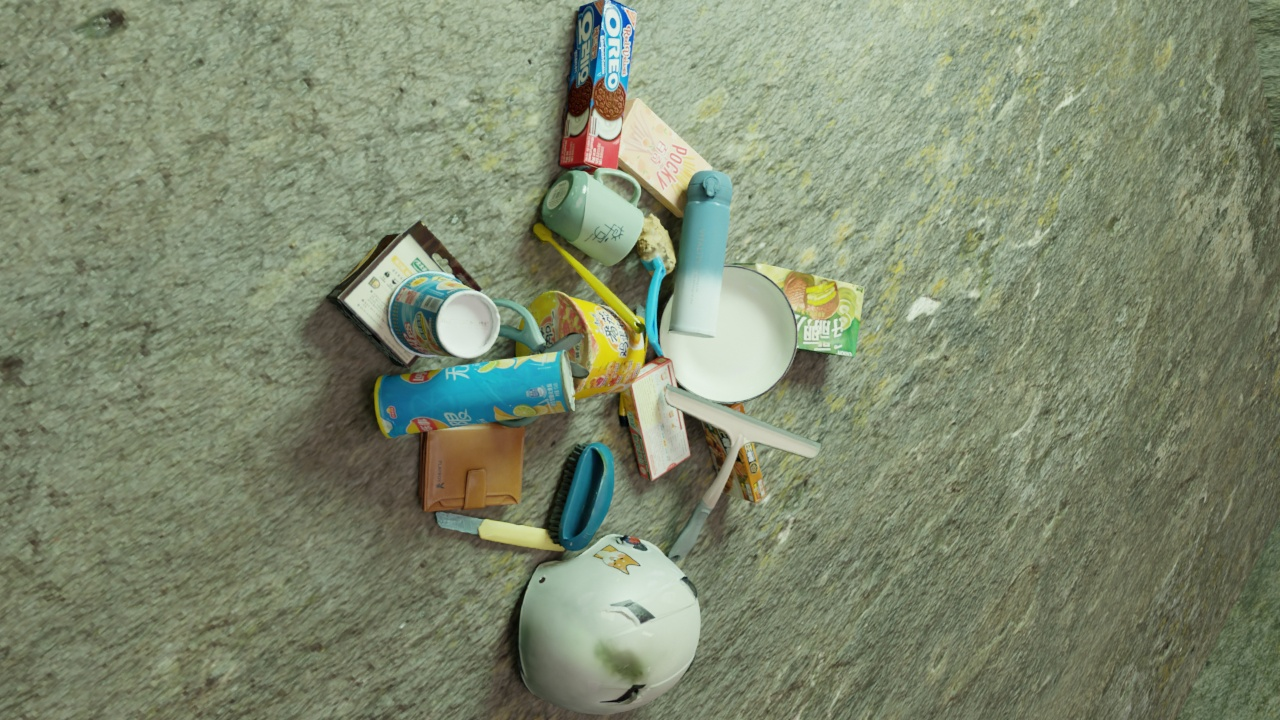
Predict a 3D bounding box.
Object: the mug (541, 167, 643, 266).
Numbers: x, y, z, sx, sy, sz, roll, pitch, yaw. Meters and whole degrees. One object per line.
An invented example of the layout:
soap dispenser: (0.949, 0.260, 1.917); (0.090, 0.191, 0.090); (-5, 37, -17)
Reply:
mug: (-0.054, -0.190, 1.140); (0.106, 0.082, 0.112); (32, 105, -31)

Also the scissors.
scissors: (-0.139, 0.014, 1.084); (0.019, 0.170, 0.181); (-20, 130, -62)

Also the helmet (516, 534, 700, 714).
helmet: (-0.018, 0.354, 1.191); (0.273, 0.157, 0.230); (-1, 96, -37)

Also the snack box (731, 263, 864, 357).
snack box: (0.234, -0.074, 1.388); (0.239, 0.063, 0.114); (8, 91, -37)

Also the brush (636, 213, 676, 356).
brush: (0.017, -0.096, 1.153); (0.254, 0.046, 0.083); (-88, 154, -47)

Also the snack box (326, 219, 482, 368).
snack box: (-0.262, -0.074, 1.026); (0.125, 0.053, 0.113); (-52, 122, -21)

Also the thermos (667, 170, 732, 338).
thermos: (0.081, -0.141, 1.226); (0.070, 0.070, 0.220); (8, 88, -37)

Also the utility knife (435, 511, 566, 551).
utility knife: (-0.165, 0.215, 1.152); (0.212, 0.022, 0.031); (20, 82, -43)

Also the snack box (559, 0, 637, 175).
snack box: (-0.053, -0.341, 1.149); (0.057, 0.058, 0.207); (7, 91, -40)

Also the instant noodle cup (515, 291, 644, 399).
instant noodle cup: (-0.070, -0.012, 1.132); (0.109, 0.138, 0.138); (2, 94, -45)

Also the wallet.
wallet: (-0.203, 0.126, 1.108); (0.131, 0.031, 0.108); (2, 92, -36)

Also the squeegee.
squeegee: (0.097, 0.187, 1.277); (0.247, 0.040, 0.250); (21, 107, -17)

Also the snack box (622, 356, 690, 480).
snack box: (0.022, 0.080, 1.257); (0.076, 0.027, 0.156); (-29, 119, -33)

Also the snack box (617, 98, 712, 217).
snack box: (0.024, -0.270, 1.234); (0.157, 0.026, 0.084); (35, 75, -34)

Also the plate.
plate: (0.120, -0.036, 1.275); (0.192, 0.039, 0.192); (0, 88, 3)

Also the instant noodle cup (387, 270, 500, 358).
instant noodle cup: (-0.204, -0.045, 0.977); (0.099, 0.110, 0.099); (-6, 102, -32)

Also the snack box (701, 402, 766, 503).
snack box: (0.132, 0.128, 1.328); (0.026, 0.075, 0.154); (-28, 111, -32)

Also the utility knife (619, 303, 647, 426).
utility knife: (-0.007, 0.007, 1.247); (0.033, 0.015, 0.170); (5, 93, -40)

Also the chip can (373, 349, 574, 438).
chip can: (-0.182, 0.037, 1.017); (0.210, 0.071, 0.071); (-8, 103, 3)

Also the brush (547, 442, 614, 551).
brush: (-0.068, 0.176, 1.183); (0.055, 0.074, 0.143); (27, 73, -39)

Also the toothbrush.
toothbrush: (-0.064, -0.100, 1.124); (0.015, 0.017, 0.190); (-42, 80, -17)
